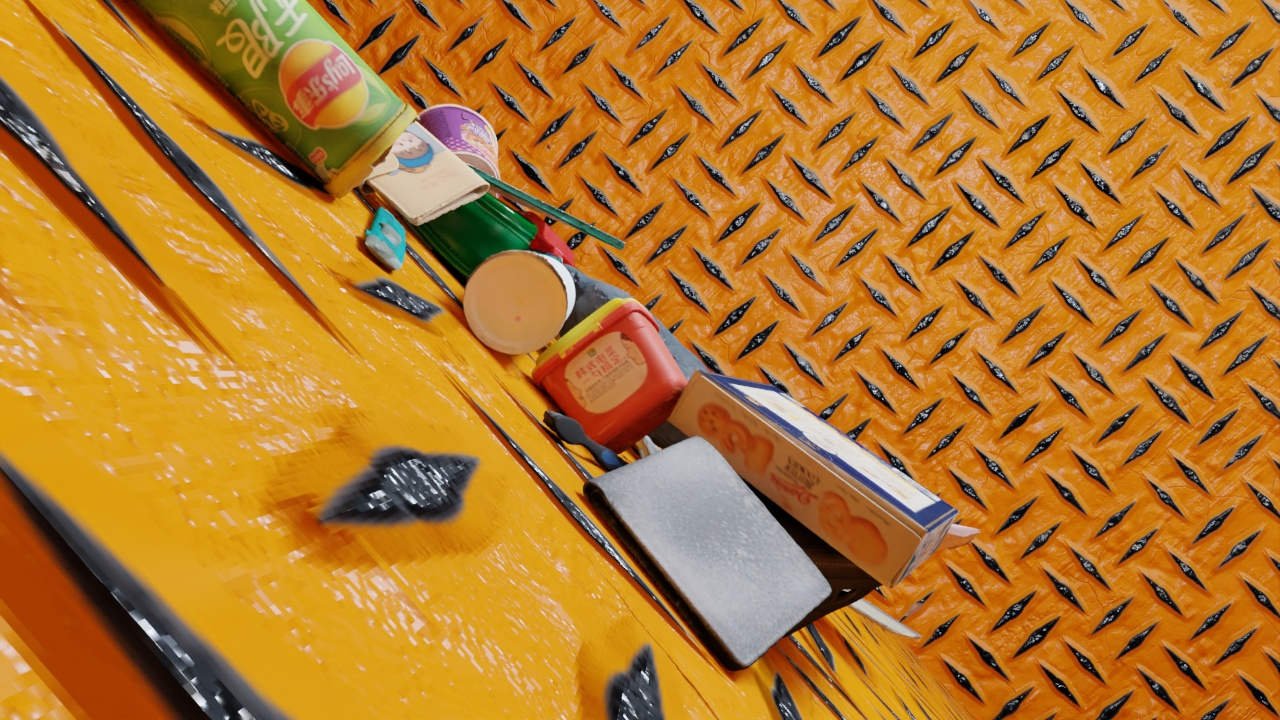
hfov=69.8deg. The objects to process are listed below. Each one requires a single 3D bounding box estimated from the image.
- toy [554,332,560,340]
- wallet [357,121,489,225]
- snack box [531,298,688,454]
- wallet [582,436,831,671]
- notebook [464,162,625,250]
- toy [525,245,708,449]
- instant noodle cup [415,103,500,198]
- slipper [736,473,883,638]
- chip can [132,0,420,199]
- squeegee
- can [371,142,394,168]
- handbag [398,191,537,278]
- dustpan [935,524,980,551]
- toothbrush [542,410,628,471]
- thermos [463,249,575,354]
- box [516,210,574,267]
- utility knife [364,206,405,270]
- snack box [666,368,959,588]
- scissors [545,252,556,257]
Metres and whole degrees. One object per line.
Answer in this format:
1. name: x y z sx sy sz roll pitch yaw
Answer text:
1. toy: -0.038 -0.008 0.943 0.157 0.066 0.105 40 11 -20
2. wallet: -0.181 -0.148 0.680 0.115 0.024 0.087 42 43 9
3. snack box: -0.017 0.014 0.639 0.080 0.091 0.082 55 6 21
4. wallet: 0.037 0.097 0.486 0.121 0.019 0.097 48 36 20
5. notebook: -0.126 -0.159 0.849 0.150 0.012 0.209 29 6 38
6. toy: -0.005 0.005 0.833 0.356 0.091 0.138 44 1 24
7. instant noodle cup: -0.199 -0.206 0.988 0.111 0.112 0.099 45 10 -39
8. slipper: 0.077 0.130 0.620 0.267 0.083 0.110 18 19 -47
9. chip can: -0.225 -0.192 0.502 0.221 0.072 0.072 46 2 -24
10. squeegee: 0.077 0.142 0.780 0.246 0.039 0.247 40 -8 -26
11. can: -0.230 -0.190 0.641 0.132 0.053 0.053 47 2 20
12. handbag: -0.151 -0.123 0.771 0.120 0.068 0.131 41 4 -9
13. dustpan: 0.223 0.171 1.027 0.222 0.273 0.138 50 23 -70
14. toothbrush: -0.018 0.068 0.606 0.016 0.014 0.189 21 -13 29
15. thermos: -0.084 -0.046 0.691 0.073 0.073 0.224 47 2 -6
16. box: -0.136 -0.099 1.014 0.094 0.091 0.201 3 -5 8
17. utility knife: -0.156 -0.079 0.568 0.029 0.013 0.161 48 1 -21
18. snack box: 0.129 0.077 0.653 0.178 0.046 0.182 36 11 23
19. scissors: -0.084 -0.033 0.977 0.012 0.128 0.173 4 -65 32
